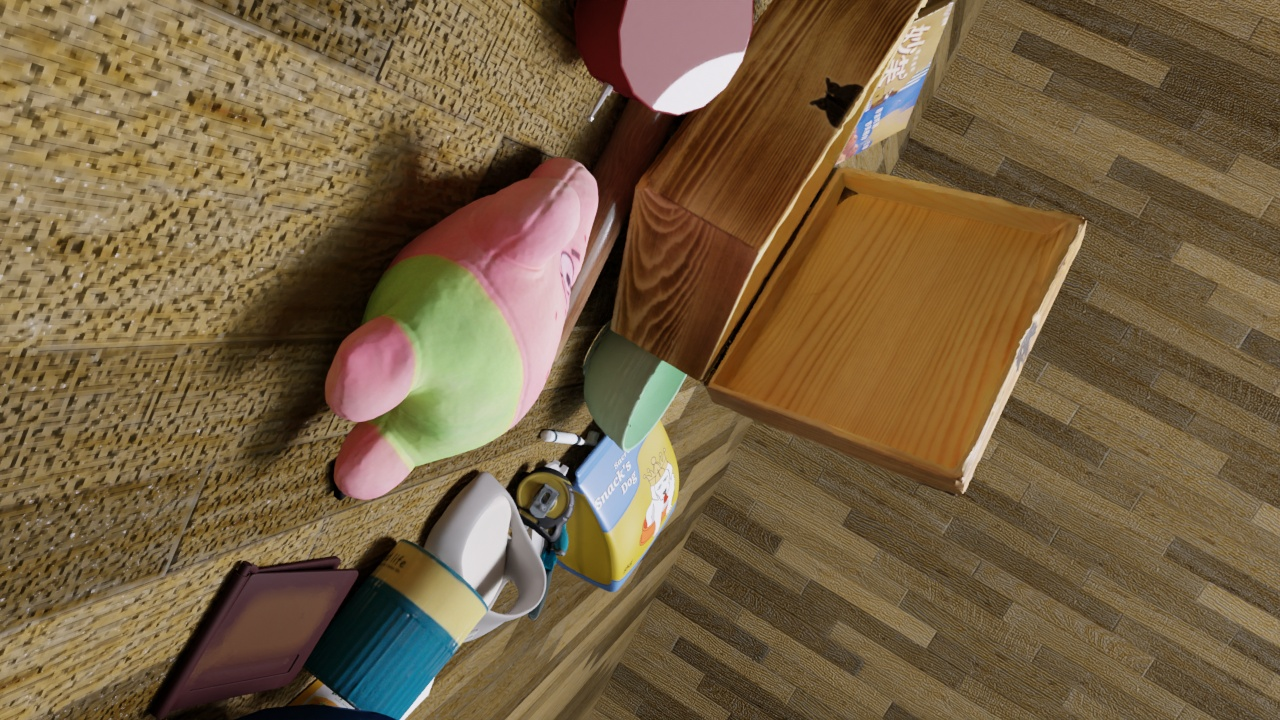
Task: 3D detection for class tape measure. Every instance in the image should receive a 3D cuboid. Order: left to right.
[{"bbox_3d":[-0.092,0.130,0.857,0.061,0.061,0.034,-61,-179,-9],"label":"tape measure"}]

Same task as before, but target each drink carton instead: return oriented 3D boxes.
[{"bbox_3d":[-0.210,0.256,0.687,0.122,0.058,0.040,-39,155,-58],"label":"drink carton"}]

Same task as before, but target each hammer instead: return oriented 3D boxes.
[{"bbox_3d":[-0.012,-0.131,0.642,0.301,0.037,0.157,-63,167,12],"label":"hammer"}]

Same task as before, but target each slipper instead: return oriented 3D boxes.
[{"bbox_3d":[-0.129,0.194,0.814,0.112,0.080,0.266,-55,166,-34],"label":"slipper"}]

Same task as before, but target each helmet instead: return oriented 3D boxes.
[{"bbox_3d":[-0.175,0.326,0.519,0.233,0.272,0.222,-29,-175,39],"label":"helmet"}]

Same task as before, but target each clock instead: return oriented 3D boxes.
[{"bbox_3d":[0.015,-0.197,0.500,0.096,0.048,0.138,-14,126,-33],"label":"clock"}]

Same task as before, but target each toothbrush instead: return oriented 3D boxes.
[{"bbox_3d":[-0.070,0.077,0.940,0.186,0.012,0.017,30,77,-77],"label":"toothbrush"}]

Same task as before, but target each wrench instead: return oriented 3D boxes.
[{"bbox_3d":[-0.117,0.189,0.994,0.086,0.018,0.274,-51,166,-34],"label":"wrench"}]

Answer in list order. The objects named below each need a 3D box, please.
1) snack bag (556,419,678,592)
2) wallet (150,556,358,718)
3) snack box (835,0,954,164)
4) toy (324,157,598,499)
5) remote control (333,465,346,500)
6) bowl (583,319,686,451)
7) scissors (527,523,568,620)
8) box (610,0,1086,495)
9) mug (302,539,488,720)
[{"bbox_3d":[-0.029,0.145,1.070,0.158,0.102,0.206,-50,153,-38],"label":"snack bag"},{"bbox_3d":[-0.219,0.157,0.535,0.091,0.018,0.115,-59,165,-2],"label":"wallet"},{"bbox_3d":[0.218,-0.293,0.956,0.155,0.069,0.203,-29,161,-9],"label":"snack box"},{"bbox_3d":[-0.079,-0.033,0.490,0.236,0.097,0.193,-60,178,-39],"label":"toy"},{"bbox_3d":[-0.141,0.034,0.575,0.139,0.009,0.030,-48,162,-43],"label":"remote control"},{"bbox_3d":[-0.005,0.005,0.876,0.150,0.077,0.151,-55,167,-21],"label":"bowl"},{"bbox_3d":[-0.085,0.183,0.911,0.125,0.019,0.153,121,-15,-56],"label":"scissors"},{"bbox_3d":[0.181,-0.083,0.744,0.278,0.323,0.284,-58,176,-22],"label":"box"},{"bbox_3d":[-0.176,0.198,0.657,0.107,0.083,0.114,-53,-175,-26],"label":"mug"}]
